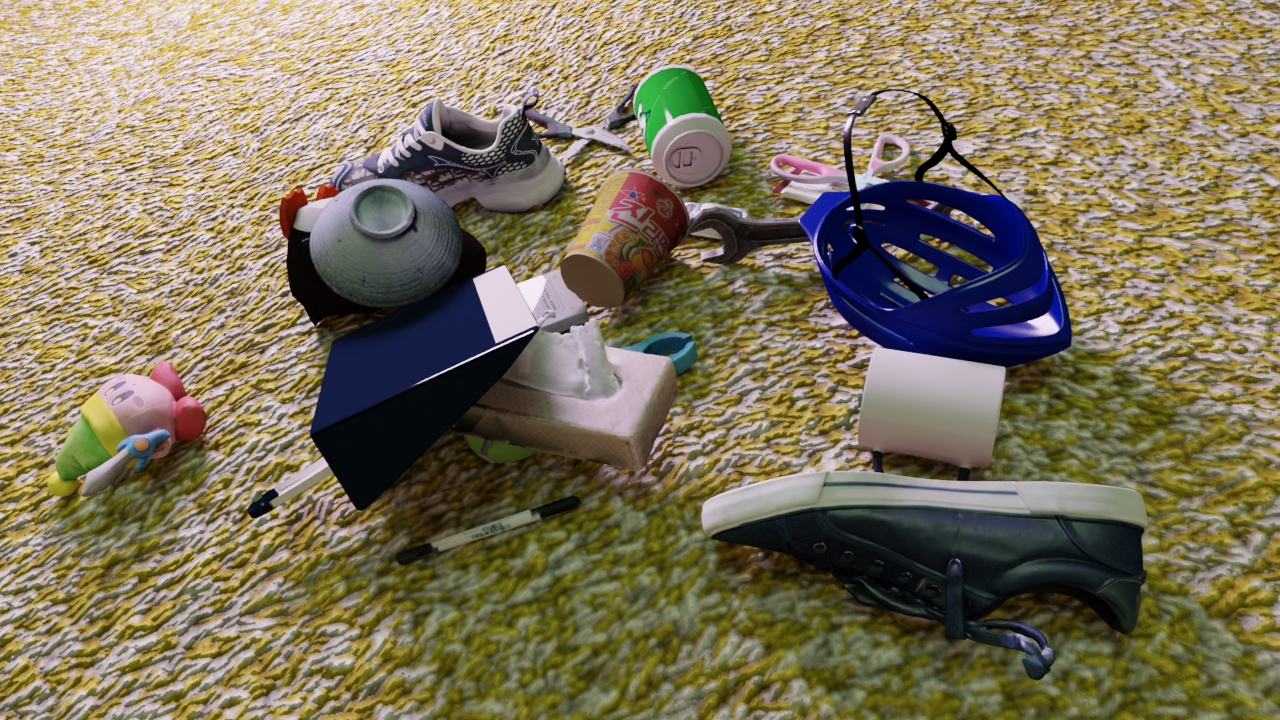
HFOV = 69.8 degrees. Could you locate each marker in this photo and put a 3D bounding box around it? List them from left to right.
[{"bbox_3d":[-0.121,0.135,0.732,0.152,0.011,0.011,-17,46,-5],"label":"marker"}]

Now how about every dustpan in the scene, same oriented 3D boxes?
[{"bbox_3d":[-0.206,0.035,0.742,0.273,0.080,0.236,-25,22,-6],"label":"dustpan"}]

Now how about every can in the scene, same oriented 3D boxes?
[{"bbox_3d":[0.045,-0.261,1.020,0.088,0.088,0.139,-13,46,-1],"label":"can"}]

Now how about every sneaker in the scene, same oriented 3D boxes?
[{"bbox_3d":[-0.225,-0.231,1.014,0.269,0.132,0.103,-5,48,8],"label":"sneaker"},{"bbox_3d":[0.185,0.143,0.617,0.295,0.121,0.127,3,70,10],"label":"sneaker"}]

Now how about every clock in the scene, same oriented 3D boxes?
[{"bbox_3d":[-0.113,0.041,0.798,0.094,0.043,0.119,27,58,30],"label":"clock"}]

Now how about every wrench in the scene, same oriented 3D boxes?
[{"bbox_3d":[0.183,-0.127,0.883,0.273,0.070,0.010,-4,48,5],"label":"wrench"}]

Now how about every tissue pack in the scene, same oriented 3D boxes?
[{"bbox_3d":[-0.068,0.018,0.737,0.182,0.071,0.103,9,50,23],"label":"tissue pack"}]

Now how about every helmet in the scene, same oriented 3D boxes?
[{"bbox_3d":[0.233,-0.102,0.736,0.242,0.228,0.147,30,68,34],"label":"helmet"}]

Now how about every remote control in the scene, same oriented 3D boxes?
[{"bbox_3d":[-0.131,-0.038,0.891,0.151,0.019,0.074,-22,47,-11],"label":"remote control"}]

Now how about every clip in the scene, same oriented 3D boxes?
[{"bbox_3d":[-0.007,0.000,0.829,0.116,0.026,0.097,-19,49,-7],"label":"clip"}]

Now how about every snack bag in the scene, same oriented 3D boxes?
[{"bbox_3d":[0.218,-0.167,0.948,0.158,0.013,0.056,22,49,29],"label":"snack bag"}]

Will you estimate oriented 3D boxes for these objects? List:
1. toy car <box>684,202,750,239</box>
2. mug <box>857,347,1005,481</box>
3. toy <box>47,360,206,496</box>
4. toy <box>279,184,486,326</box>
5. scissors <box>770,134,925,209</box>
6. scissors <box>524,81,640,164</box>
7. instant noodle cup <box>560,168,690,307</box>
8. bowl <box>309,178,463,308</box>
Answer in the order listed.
[{"bbox_3d":[0.069,-0.146,0.948,0.090,0.027,0.038,11,52,21],"label":"toy car"},{"bbox_3d":[0.220,0.052,0.706,0.097,0.078,0.111,10,78,19],"label":"mug"},{"bbox_3d":[-0.465,0.072,0.827,0.131,0.097,0.124,-24,51,-37],"label":"toy"},{"bbox_3d":[-0.246,-0.091,0.913,0.184,0.140,0.159,8,16,6],"label":"toy"},{"bbox_3d":[0.227,-0.201,0.964,0.171,0.013,0.176,21,45,28],"label":"scissors"},{"bbox_3d":[-0.060,-0.304,1.133,0.202,0.015,0.205,29,57,33],"label":"scissors"},{"bbox_3d":[-0.019,-0.111,0.882,0.100,0.100,0.112,15,51,23],"label":"instant noodle cup"},{"bbox_3d":[-0.228,-0.120,0.819,0.137,0.057,0.137,4,66,-8],"label":"bowl"}]
